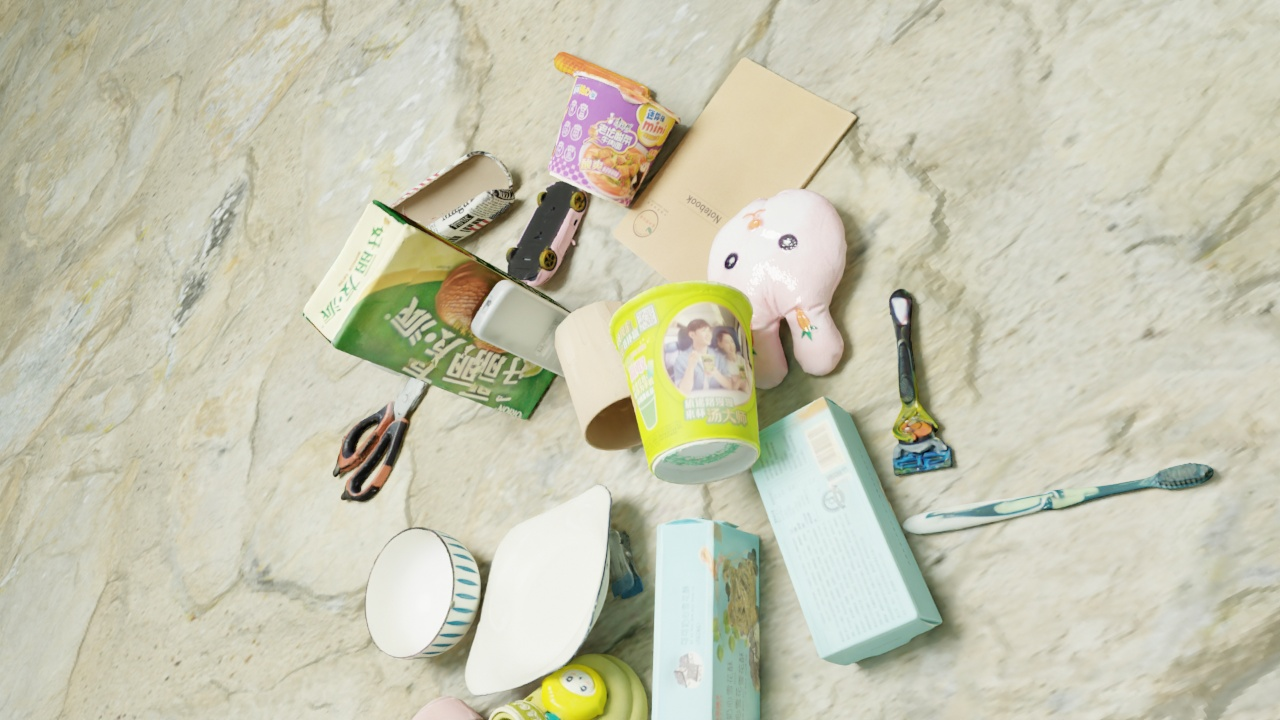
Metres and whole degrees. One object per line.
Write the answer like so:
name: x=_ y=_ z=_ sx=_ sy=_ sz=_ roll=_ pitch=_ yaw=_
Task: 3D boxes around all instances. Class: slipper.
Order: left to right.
slipper: x=-0.074 y=0.292 z=0.682 sx=0.092 sy=0.082 sz=0.190 roll=28 pitch=58 yaw=35

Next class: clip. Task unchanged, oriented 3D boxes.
clip: x=-0.016 y=0.169 z=0.766 sx=0.026 sy=0.038 sz=0.058 roll=-32 pitch=54 yaw=29

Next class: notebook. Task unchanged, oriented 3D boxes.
notebook: x=0.078 y=-0.163 z=0.829 sx=0.208 sy=0.008 sz=0.148 roll=-53 pitch=52 yaw=8

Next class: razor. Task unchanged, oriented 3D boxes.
razor: x=0.197 y=0.011 z=0.671 sx=0.043 sy=0.022 sz=0.142 roll=-13 pitch=66 yaw=30

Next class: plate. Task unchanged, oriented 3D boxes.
plate: x=-0.075 y=0.195 z=0.763 sx=0.165 sy=0.034 sz=0.163 roll=-30 pitch=36 yaw=37

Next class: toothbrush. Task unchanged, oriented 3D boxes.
toothbrush: x=0.263 y=0.091 z=0.596 sx=0.192 sy=0.018 sz=0.016 roll=-18 pitch=64 yaw=29

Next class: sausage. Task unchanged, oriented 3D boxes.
sausage: x=-0.042 y=-0.294 z=0.954 sx=0.165 sy=0.021 sz=0.021 roll=36 pitch=95 yaw=39

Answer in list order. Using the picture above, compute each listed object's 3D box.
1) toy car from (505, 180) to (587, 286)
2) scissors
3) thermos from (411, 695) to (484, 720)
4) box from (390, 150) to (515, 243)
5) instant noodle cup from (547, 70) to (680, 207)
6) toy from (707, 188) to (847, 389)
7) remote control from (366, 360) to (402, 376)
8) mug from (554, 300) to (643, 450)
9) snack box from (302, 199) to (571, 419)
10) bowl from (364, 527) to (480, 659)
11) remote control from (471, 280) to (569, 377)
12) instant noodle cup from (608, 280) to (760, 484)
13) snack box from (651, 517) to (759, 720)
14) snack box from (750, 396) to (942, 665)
toy car: x=-0.091 y=-0.126 z=0.920 sx=0.056 sy=0.037 sz=0.122 roll=10 pitch=67 yaw=35
scissors: x=-0.268 y=0.048 z=0.993 sx=0.186 sy=0.015 sz=0.208 roll=-8 pitch=68 yaw=34
thermos: x=-0.119 y=0.359 z=0.739 sx=0.199 sy=0.067 sz=0.087 roll=27 pitch=92 yaw=38
box: x=-0.207 y=-0.153 z=0.990 sx=0.163 sy=0.076 sz=0.087 roll=-24 pitch=40 yaw=24
instant noodle cup: x=-0.032 y=-0.205 z=0.865 sx=0.111 sy=0.111 sz=0.099 roll=33 pitch=101 yaw=39
toy: x=0.113 y=-0.060 z=0.740 sx=0.122 sy=0.054 sz=0.159 roll=-18 pitch=71 yaw=30
remote control: x=-0.277 y=-0.040 z=1.001 sx=0.024 sy=0.049 sz=0.124 roll=-32 pitch=49 yaw=27
mug: x=-0.005 y=0.005 z=0.788 sx=0.124 sy=0.084 sz=0.103 roll=-22 pitch=57 yaw=-1
snack box: x=-0.161 y=-0.036 z=0.805 sx=0.063 sy=0.240 sz=0.114 roll=36 pitch=94 yaw=37
bowl: x=-0.190 y=0.215 z=0.843 sx=0.117 sy=0.066 sz=0.116 roll=-14 pitch=65 yaw=32
remote control: x=-0.089 y=-0.025 z=0.815 sx=0.020 sy=0.136 sz=0.056 roll=38 pitch=97 yaw=41
instant noodle cup: x=0.038 y=0.022 z=0.678 sx=0.112 sy=0.111 sz=0.123 roll=-24 pitch=57 yaw=27
snack box: x=0.049 y=0.207 z=0.669 sx=0.052 sy=0.074 sz=0.174 roll=-10 pitch=68 yaw=32
snack box: x=0.139 y=0.118 z=0.653 sx=0.074 sy=0.051 sz=0.174 roll=-33 pitch=56 yaw=24
